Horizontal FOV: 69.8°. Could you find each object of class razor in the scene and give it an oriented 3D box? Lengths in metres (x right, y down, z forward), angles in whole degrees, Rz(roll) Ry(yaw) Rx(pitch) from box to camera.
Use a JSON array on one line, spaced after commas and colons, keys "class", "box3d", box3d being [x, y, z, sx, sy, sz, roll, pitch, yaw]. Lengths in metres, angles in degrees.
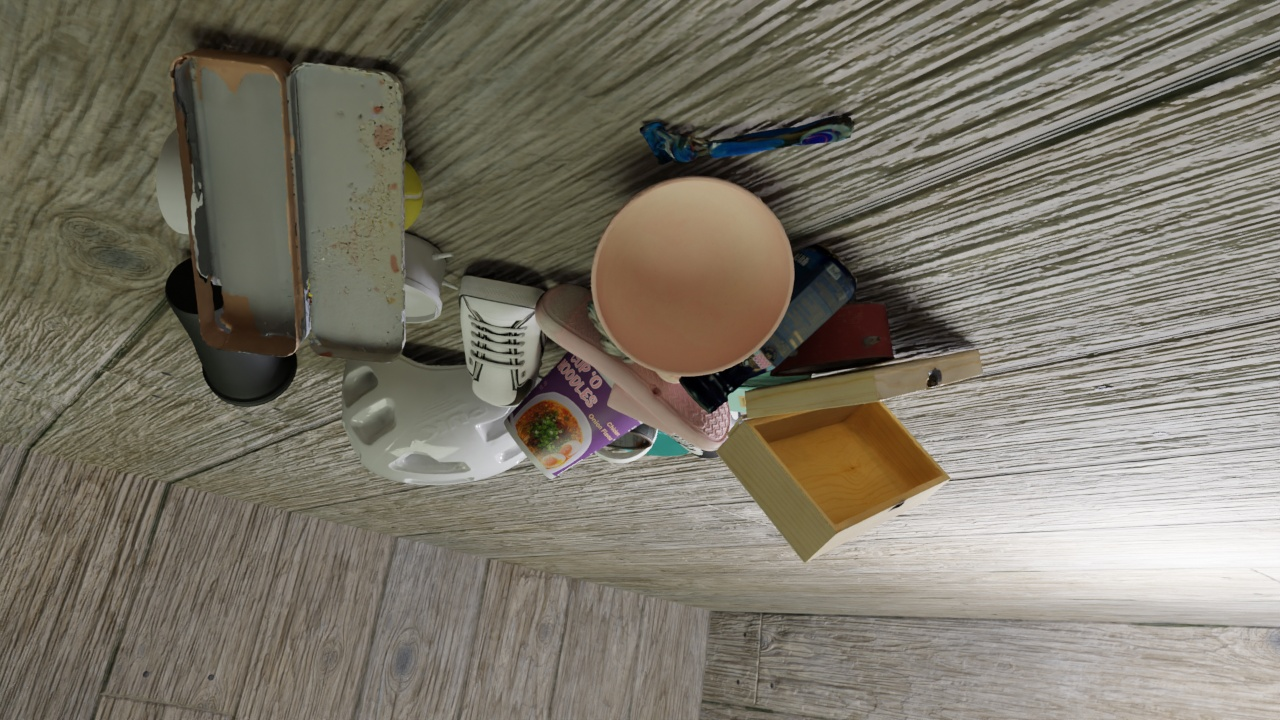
[{"class": "razor", "box3d": [0.070, -0.146, 0.607, 0.141, 0.018, 0.044, 0, 157, 23]}]

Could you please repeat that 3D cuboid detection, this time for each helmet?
[{"class": "helmet", "box3d": [-0.245, 0.069, 1.205, 0.281, 0.183, 0.225, -6, 170, -22]}]

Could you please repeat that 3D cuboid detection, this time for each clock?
[{"class": "clock", "box3d": [0.169, -0.022, 0.834, 0.110, 0.062, 0.156, -9, 173, 10]}, {"class": "clock", "box3d": [-0.255, -0.080, 0.857, 0.159, 0.061, 0.120, 9, 160, -4]}]

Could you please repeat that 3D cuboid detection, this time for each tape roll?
[{"class": "tape roll", "box3d": [-0.025, 0.080, 1.146, 0.094, 0.094, 0.019, 7, 160, 4]}]

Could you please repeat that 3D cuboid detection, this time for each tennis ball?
[{"class": "tennis ball", "box3d": [-0.199, -0.127, 0.701, 0.065, 0.065, 0.065, 8, 160, 3]}]

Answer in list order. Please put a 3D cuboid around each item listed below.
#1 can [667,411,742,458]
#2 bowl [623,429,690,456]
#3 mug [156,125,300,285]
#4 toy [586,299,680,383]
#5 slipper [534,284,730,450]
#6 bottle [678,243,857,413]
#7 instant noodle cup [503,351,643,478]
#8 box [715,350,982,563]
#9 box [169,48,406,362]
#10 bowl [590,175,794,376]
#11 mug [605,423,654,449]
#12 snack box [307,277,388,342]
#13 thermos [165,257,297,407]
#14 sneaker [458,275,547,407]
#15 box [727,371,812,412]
[{"class": "can", "box3d": [0.060, 0.058, 1.071, 0.080, 0.080, 0.146, -2, 157, 27]}, {"class": "bowl", "box3d": [0.012, 0.088, 1.220, 0.121, 0.046, 0.121, 8, 160, 3]}, {"class": "mug", "box3d": [-0.303, -0.114, 0.701, 0.096, 0.119, 0.083, 8, 176, 2]}, {"class": "toy", "box3d": [0.031, -0.019, 0.816, 0.176, 0.076, 0.132, 20, -160, -19]}, {"class": "slipper", "box3d": [-0.005, 0.005, 0.871, 0.221, 0.106, 0.056, 37, 128, -1]}, {"class": "bottle", "box3d": [0.101, -0.024, 0.742, 0.056, 0.161, 0.056, 46, -177, -3]}, {"class": "instant noodle cup", "box3d": [-0.075, 0.059, 0.988, 0.122, 0.122, 0.137, 51, 178, 0]}, {"class": "box", "box3d": [0.199, 0.061, 0.846, 0.142, 0.185, 0.247, 30, -158, 32]}, {"class": "box", "box3d": [-0.239, -0.101, 0.646, 0.151, 0.043, 0.217, 8, 117, 2]}, {"class": "bowl", "box3d": [0.034, -0.071, 0.693, 0.153, 0.153, 0.076, 14, -159, -14]}, {"class": "mug", "box3d": [-0.035, 0.055, 1.100, 0.111, 0.081, 0.085, 4, 159, 13]}, {"class": "snack box", "box3d": [-0.317, -0.059, 0.987, 0.061, 0.025, 0.149, 5, 160, 8]}, {"class": "thermos", "box3d": [-0.457, -0.032, 1.024, 0.106, 0.105, 0.219, 10, 155, -4]}, {"class": "sneaker", "box3d": [-0.148, -0.007, 0.956, 0.091, 0.097, 0.246, 10, 160, -5]}, {"class": "box", "box3d": [0.082, 0.030, 0.945, 0.189, 0.080, 0.077, 4, -163, 10]}]
